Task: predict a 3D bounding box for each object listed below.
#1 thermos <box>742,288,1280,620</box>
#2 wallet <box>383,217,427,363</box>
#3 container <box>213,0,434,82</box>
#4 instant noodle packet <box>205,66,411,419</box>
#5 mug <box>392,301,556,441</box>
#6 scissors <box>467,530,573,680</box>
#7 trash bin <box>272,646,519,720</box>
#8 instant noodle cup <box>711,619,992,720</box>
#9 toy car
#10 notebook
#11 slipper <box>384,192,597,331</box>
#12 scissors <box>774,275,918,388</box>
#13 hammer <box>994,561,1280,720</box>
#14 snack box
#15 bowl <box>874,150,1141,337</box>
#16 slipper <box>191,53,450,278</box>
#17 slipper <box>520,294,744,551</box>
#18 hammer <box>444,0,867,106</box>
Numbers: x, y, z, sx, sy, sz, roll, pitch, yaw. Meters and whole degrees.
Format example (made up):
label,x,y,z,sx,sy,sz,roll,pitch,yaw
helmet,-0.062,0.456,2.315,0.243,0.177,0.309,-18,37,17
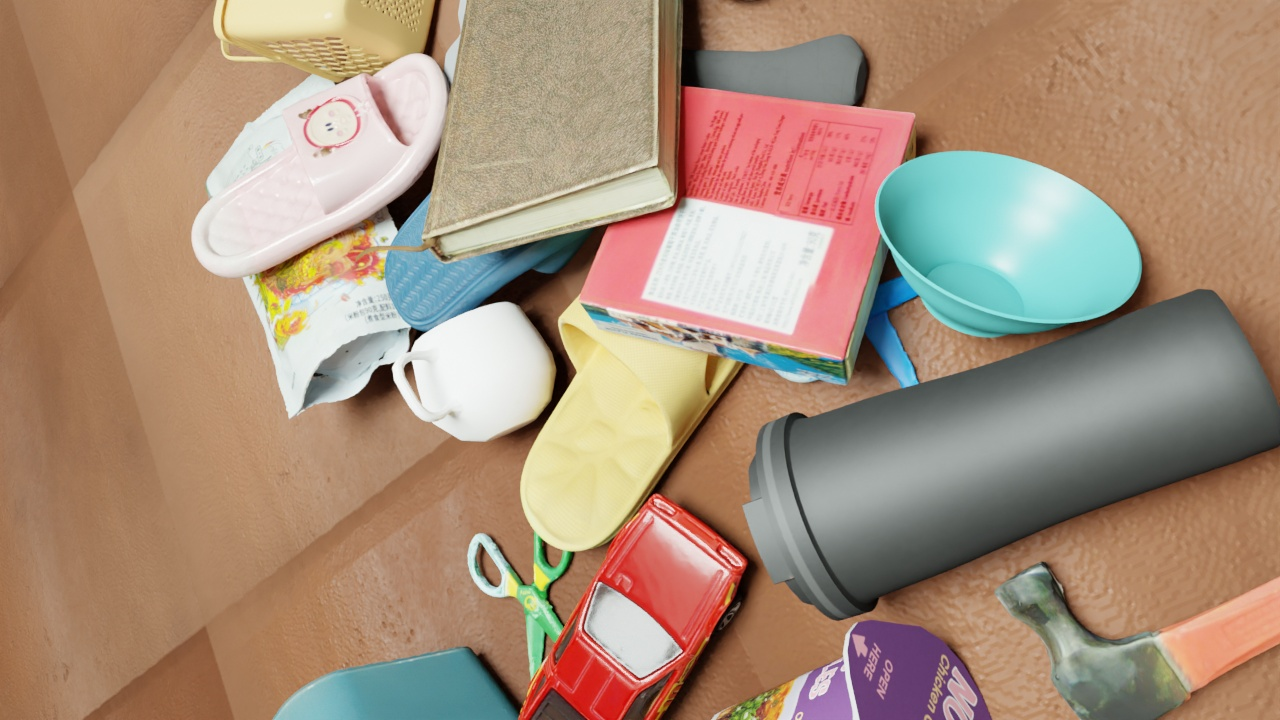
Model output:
label,x,y,z,sx,sy,sz,roll,pitch,yaw
thermos,0.165,0.044,0.431,0.219,0.105,0.105,-25,75,24
wallet,-0.202,-0.061,0.708,0.121,0.026,0.099,25,99,31
container,-0.243,-0.311,0.681,0.167,0.129,0.183,10,94,25
instant noodle packet,-0.257,-0.098,0.700,0.147,0.057,0.269,-36,63,11
mug,-0.108,0.013,0.588,0.090,0.123,0.076,-28,84,29
scissors,-0.080,0.165,0.631,0.117,0.012,0.129,2,91,29
trash bin,-0.136,0.319,0.568,0.197,0.198,0.218,-52,57,20
instant noodle cup,0.094,0.203,0.463,0.122,0.121,0.137,-30,100,38
toy car,-0.008,0.175,0.559,0.081,0.056,0.189,35,104,21
notebook,-0.067,-0.156,0.538,0.190,0.034,0.215,-12,57,21
slipper,-0.082,-0.097,0.592,0.214,0.059,0.103,-34,71,21
scissors,0.121,-0.031,0.508,0.130,0.013,0.125,-34,72,27
hammer,0.323,0.068,0.367,0.334,0.033,0.133,-41,67,24
snack box,0.058,-0.072,0.489,0.145,0.040,0.142,14,73,21
bowl,0.168,-0.046,0.443,0.121,0.120,0.046,40,147,27
slipper,-0.228,-0.138,0.651,0.221,0.055,0.106,-35,60,3
slipper,-0.003,0.003,0.549,0.099,0.078,0.264,36,106,25
hammer,-0.009,-0.179,0.587,0.311,0.029,0.125,12,95,32
